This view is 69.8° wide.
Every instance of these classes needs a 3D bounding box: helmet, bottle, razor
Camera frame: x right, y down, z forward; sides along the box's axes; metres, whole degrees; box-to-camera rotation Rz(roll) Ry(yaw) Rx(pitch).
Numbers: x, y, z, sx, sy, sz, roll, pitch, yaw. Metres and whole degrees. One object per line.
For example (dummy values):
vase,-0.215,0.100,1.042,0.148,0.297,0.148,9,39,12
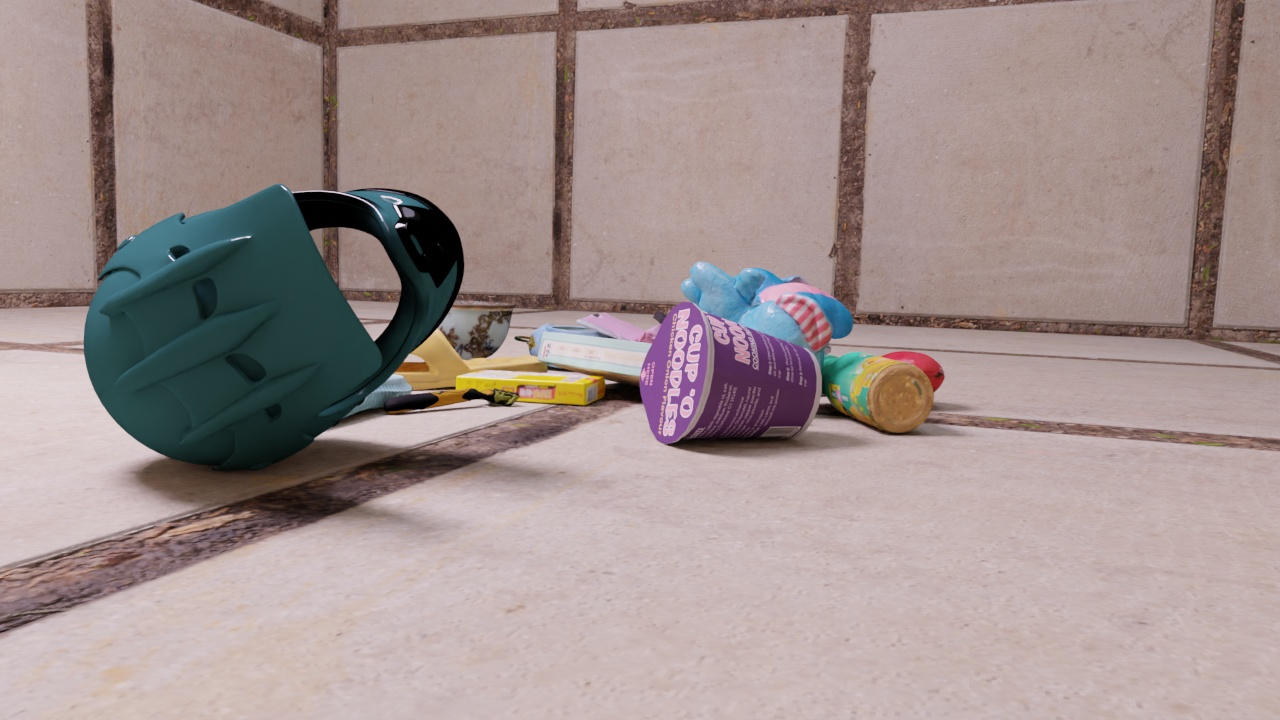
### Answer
helmet,-0.251,-0.026,0.618,0.275,0.176,0.199,-22,11,30
bottle,0.227,0.025,0.952,0.068,0.068,0.210,1,6,-9
razor,-0.193,0.040,0.930,0.143,0.021,0.044,-6,10,-43

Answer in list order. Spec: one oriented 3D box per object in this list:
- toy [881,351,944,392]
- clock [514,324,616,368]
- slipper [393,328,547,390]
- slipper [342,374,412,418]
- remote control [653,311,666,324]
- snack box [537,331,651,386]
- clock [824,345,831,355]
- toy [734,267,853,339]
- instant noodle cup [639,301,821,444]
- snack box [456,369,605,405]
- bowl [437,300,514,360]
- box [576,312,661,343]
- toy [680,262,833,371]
toy,0.283,0.025,1.060,0.133,0.062,0.092,-15,-14,36
clock,-0.105,-0.019,1.349,0.162,0.060,0.118,4,6,-2
slipper,-0.242,-0.008,1.107,0.263,0.078,0.099,0,4,-17
slipper,-0.310,0.020,0.856,0.116,0.069,0.275,7,6,18
remote control,0.076,-0.030,1.327,0.058,0.013,0.133,25,11,-46
snack box,-0.006,0.006,1.081,0.194,0.044,0.141,8,-6,45
clock,0.192,-0.001,1.254,0.119,0.061,0.159,-1,7,-28
toy,0.168,-0.066,1.223,0.223,0.099,0.191,-14,21,-30
instant noodle cup,0.081,0.020,0.807,0.121,0.122,0.137,10,-7,-22
snack box,-0.122,0.029,1.026,0.152,0.025,0.075,3,6,14
bowl,-0.261,-0.037,1.309,0.160,0.094,0.160,2,5,0
box,0.010,-0.035,1.311,0.179,0.040,0.232,27,8,2
toy,0.112,-0.028,0.973,0.180,0.114,0.184,38,-30,4
